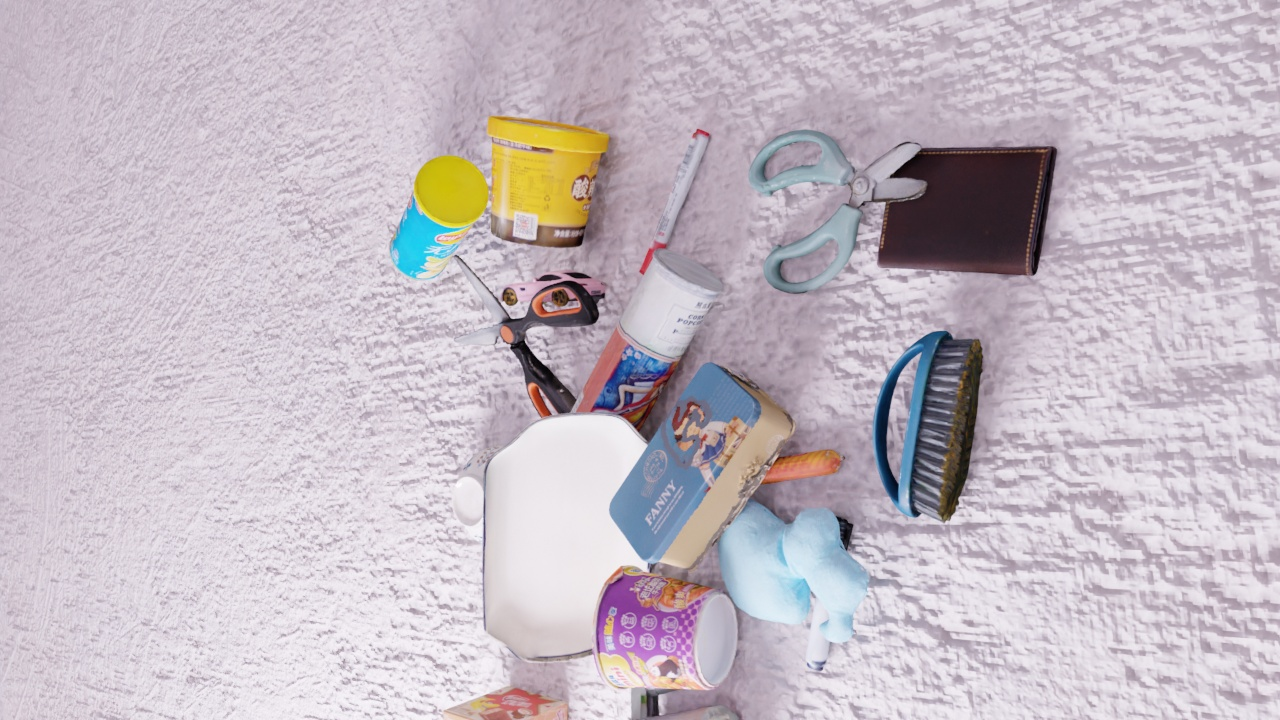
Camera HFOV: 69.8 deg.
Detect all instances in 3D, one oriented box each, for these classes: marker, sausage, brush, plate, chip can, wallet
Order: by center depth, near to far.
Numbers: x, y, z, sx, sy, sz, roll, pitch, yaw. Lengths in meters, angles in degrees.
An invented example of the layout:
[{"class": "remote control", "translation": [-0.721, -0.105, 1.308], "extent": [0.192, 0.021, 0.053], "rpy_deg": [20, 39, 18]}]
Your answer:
[{"class": "brush", "translation": [0.213, 0.048, 0.695], "extent": [0.074, 0.055, 0.144], "rpy_deg": [13, 98, 36]}, {"class": "wallet", "translation": [0.243, -0.115, 0.696], "extent": [0.122, 0.020, 0.096], "rpy_deg": [9, 91, 39]}, {"class": "marker", "translation": [0.157, 0.195, 0.764], "extent": [0.023, 0.018, 0.131], "rpy_deg": [10, 96, 29]}, {"class": "sausage", "translation": [0.104, 0.098, 0.803], "extent": [0.166, 0.021, 0.021], "rpy_deg": [-15, 81, 37]}, {"class": "plate", "translation": [-0.069, 0.163, 0.857], "extent": [0.034, 0.162, 0.266], "rpy_deg": [-126, 35, -63]}, {"class": "chip can", "translation": [-0.005, 0.005, 0.859], "extent": [0.071, 0.071, 0.215], "rpy_deg": [43, 115, 30]}, {"class": "marker", "translation": [0.032, -0.147, 0.864], "extent": [0.017, 0.017, 0.145], "rpy_deg": [33, 110, 34]}, {"class": "chip can", "translation": [-0.218, -0.144, 0.969], "extent": [0.211, 0.071, 0.071], "rpy_deg": [154, 108, -65]}]

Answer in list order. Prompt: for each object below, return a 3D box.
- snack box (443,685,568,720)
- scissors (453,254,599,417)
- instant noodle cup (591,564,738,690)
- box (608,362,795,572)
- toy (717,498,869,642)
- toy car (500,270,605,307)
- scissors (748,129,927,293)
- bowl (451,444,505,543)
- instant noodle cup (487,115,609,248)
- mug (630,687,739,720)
[{"class": "snack box", "translation": [-0.139, 0.395, 0.949], "extent": [0.093, 0.094, 0.077], "rpy_deg": [-2, 89, 39]}, {"class": "scissors", "translation": [-0.115, -0.020, 0.935], "extent": [0.234, 0.021, 0.221], "rpy_deg": [-16, 102, 45]}, {"class": "instant noodle cup", "translation": [0.026, 0.242, 0.814], "extent": [0.099, 0.111, 0.111], "rpy_deg": [-2, 89, 33]}, {"class": "box", "translation": [0.048, 0.097, 0.792], "extent": [0.184, 0.062, 0.090], "rpy_deg": [-57, 38, 8]}, {"class": "toy", "translation": [0.117, 0.172, 0.769], "extent": [0.157, 0.049, 0.161], "rpy_deg": [-54, 52, 38]}, {"class": "toy car", "translation": [-0.091, -0.073, 0.936], "extent": [0.123, 0.056, 0.037], "rpy_deg": [2, 95, 38]}, {"class": "scissors", "translation": [0.156, -0.117, 0.756], "extent": [0.177, 0.019, 0.172], "rpy_deg": [13, 98, 43]}, {"class": "bowl", "translation": [-0.163, 0.148, 0.991], "extent": [0.114, 0.062, 0.113], "rpy_deg": [-1, 88, 39]}, {"class": "instant noodle cup", "translation": [-0.097, -0.176, 0.908], "extent": [0.118, 0.118, 0.114], "rpy_deg": [21, 110, 36]}, {"class": "mug", "translation": [0.035, 0.340, 0.830], "extent": [0.104, 0.083, 0.123], "rpy_deg": [-27, 48, 34]}]
